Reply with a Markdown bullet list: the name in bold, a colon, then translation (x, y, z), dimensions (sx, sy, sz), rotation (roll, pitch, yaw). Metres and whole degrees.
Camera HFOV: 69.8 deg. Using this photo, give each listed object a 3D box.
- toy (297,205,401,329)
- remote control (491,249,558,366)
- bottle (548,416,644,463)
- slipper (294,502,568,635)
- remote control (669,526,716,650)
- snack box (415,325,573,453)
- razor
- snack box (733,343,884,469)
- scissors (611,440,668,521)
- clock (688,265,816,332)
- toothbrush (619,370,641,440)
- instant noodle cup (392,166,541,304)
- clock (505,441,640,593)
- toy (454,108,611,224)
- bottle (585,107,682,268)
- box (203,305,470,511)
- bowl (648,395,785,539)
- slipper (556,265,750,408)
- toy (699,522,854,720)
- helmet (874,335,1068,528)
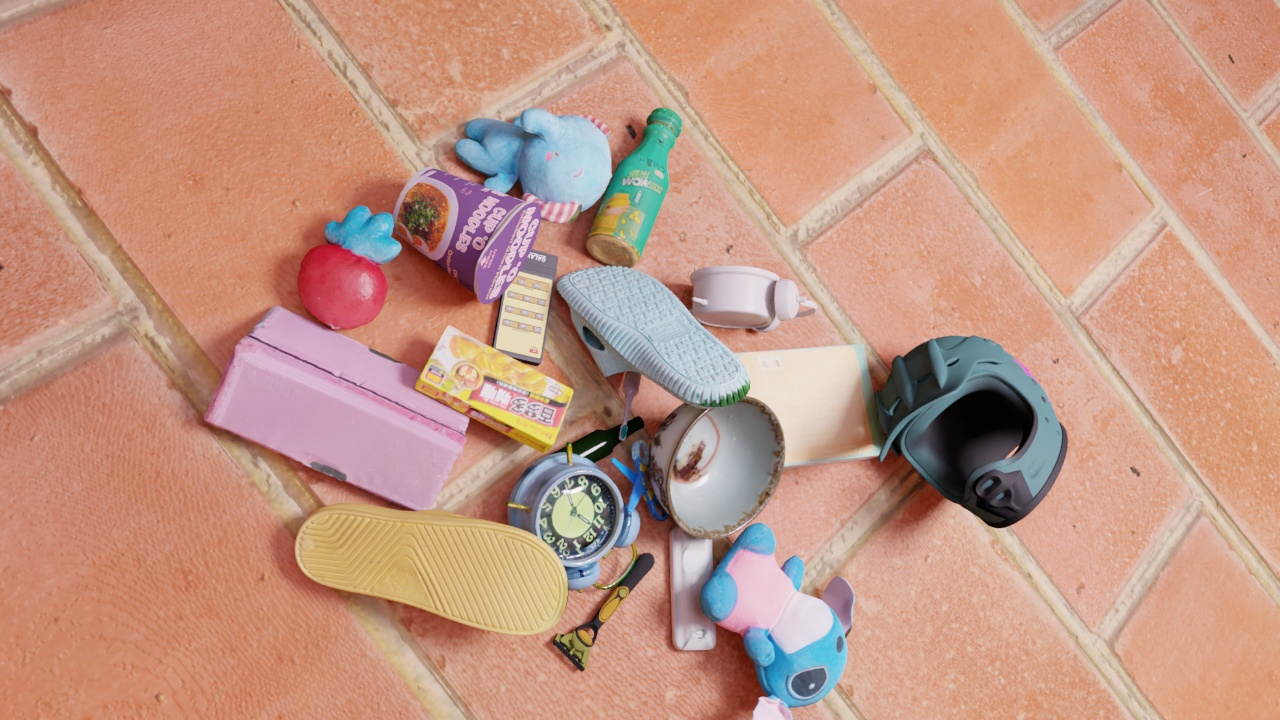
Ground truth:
- **toy**: translation (-0.298, -0.096, 0.944), dimensions (0.092, 0.062, 0.132), rotation (21, 76, -5)
- **remote control**: translation (-0.130, -0.063, 1.034), dimensions (0.058, 0.013, 0.133), rotation (12, 70, -18)
- **bottle**: translation (-0.048, 0.094, 1.008), dimensions (0.122, 0.033, 0.033), rotation (-27, 85, -27)
- **slipper**: translation (-0.196, 0.192, 0.889), dimensions (0.263, 0.078, 0.099), rotation (11, 90, 0)
- **remote control**: translation (0.058, 0.249, 1.009), dimensions (0.050, 0.022, 0.133), rotation (5, 72, -21)
- **snack box**: translation (-0.150, 0.030, 0.957), dimensions (0.152, 0.025, 0.075), rotation (28, 52, -12)
- **razor**: translation (-0.032, 0.258, 0.972), dimensions (0.044, 0.021, 0.143), rotation (46, 61, -4)
- **snack box**: translation (0.196, 0.057, 1.112), dimensions (0.193, 0.044, 0.141), rotation (-4, 76, -23)
- **scissors**: translation (0.000, 0.126, 0.993), dimensions (0.125, 0.016, 0.123), rotation (47, 25, -49)
- **clock**: translation (0.130, -0.073, 1.088), dimensions (0.159, 0.120, 0.061), rotation (6, 80, -10)
- **toothbrush**: translation (-0.006, 0.006, 1.045), dimensions (0.018, 0.019, 0.187), rotation (18, 60, -14)
- **instant noodle cup**: translation (-0.192, -0.141, 0.971), dimensions (0.122, 0.136, 0.122), rotation (29, 109, 8)
- **clock**: translation (-0.064, 0.169, 0.952), dimensions (0.118, 0.060, 0.162), rotation (-47, 115, -18)
- **toy**: translation (-0.118, -0.242, 1.049), dimensions (0.180, 0.115, 0.183), rotation (19, 57, -3)
- **bottle**: translation (0.000, -0.212, 1.102), dimensions (0.068, 0.068, 0.209), rotation (26, 66, -13)
- **box**: translation (-0.293, 0.048, 0.926), dimensions (0.232, 0.115, 0.107), rotation (25, 106, -13)
- **bowl**: translation (0.069, 0.104, 1.005), dimensions (0.159, 0.094, 0.160), rotation (-11, 110, -31)
- **slipper**: translation (0.011, -0.020, 1.004), dimensions (0.115, 0.070, 0.276), rotation (-24, 47, -28)
- **toy**: translation (0.142, 0.288, 0.982), dimensions (0.191, 0.099, 0.223), rotation (49, 45, -4)
- **helmet**: translation (0.372, 0.069, 1.075), dimensions (0.200, 0.177, 0.274), rotation (42, 27, 3)
